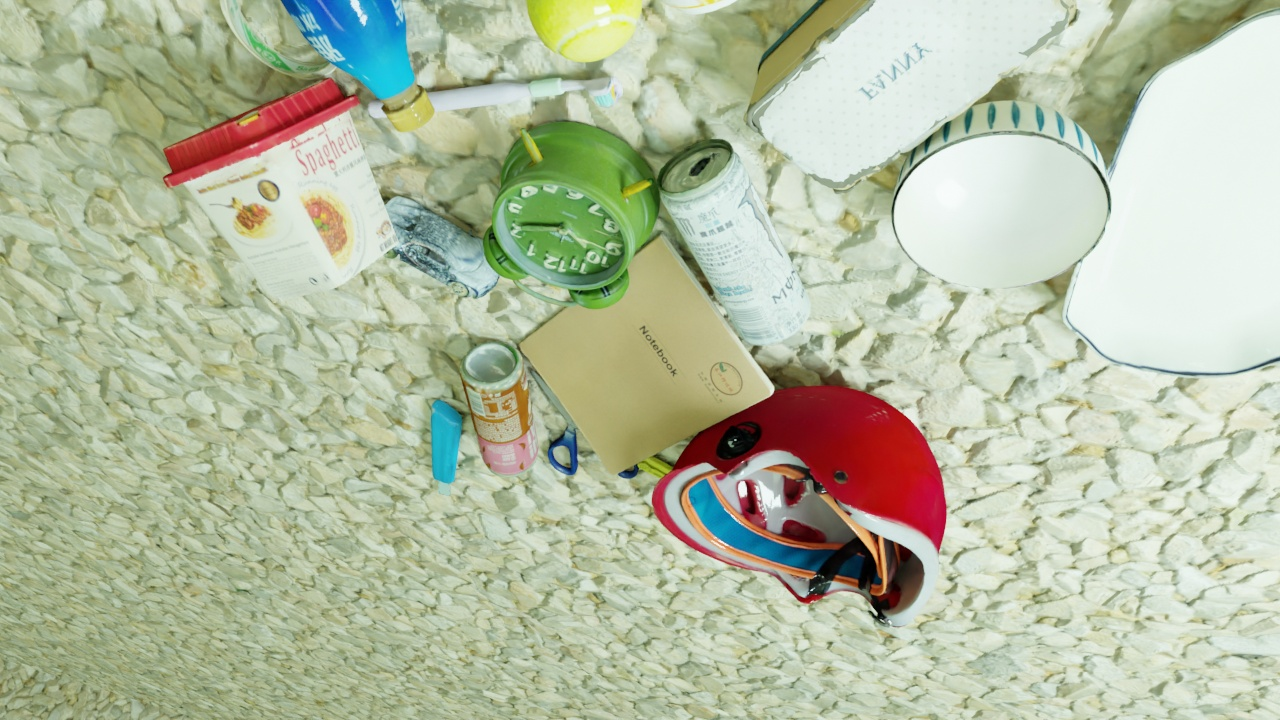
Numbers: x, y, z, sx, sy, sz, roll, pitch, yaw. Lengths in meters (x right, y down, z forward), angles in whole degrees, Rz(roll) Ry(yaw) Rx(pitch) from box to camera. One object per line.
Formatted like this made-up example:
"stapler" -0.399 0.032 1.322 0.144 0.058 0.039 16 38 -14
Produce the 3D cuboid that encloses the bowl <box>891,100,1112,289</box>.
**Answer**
"bowl" 0.210 -0.104 0.538 0.116 0.066 0.117 12 142 9

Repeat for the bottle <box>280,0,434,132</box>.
"bottle" -0.187 -0.233 0.540 0.065 0.065 0.219 -3 138 24

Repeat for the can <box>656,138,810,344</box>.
"can" 0.067 -0.078 0.632 0.058 0.058 0.147 -9 135 29

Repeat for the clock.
"clock" -0.053 -0.095 0.661 0.116 0.056 0.162 21 142 -3

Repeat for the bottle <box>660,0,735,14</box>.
"bottle" 0.023 -0.233 0.457 0.063 0.063 0.108 -2 138 23

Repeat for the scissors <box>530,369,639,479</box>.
"scissors" -0.064 0.069 0.899 0.163 0.012 0.161 36 138 -20

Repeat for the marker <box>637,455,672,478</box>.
"marker" 0.048 0.126 0.921 0.124 0.015 0.018 31 137 -18

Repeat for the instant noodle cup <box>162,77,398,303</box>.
"instant noodle cup" -0.242 -0.116 0.644 0.117 0.116 0.124 -9 118 30

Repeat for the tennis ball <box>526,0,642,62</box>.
"tennis ball" -0.032 -0.202 0.514 0.065 0.065 0.066 11 141 9

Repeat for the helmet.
"helmet" 0.140 0.101 0.759 0.240 0.143 0.207 5 141 38

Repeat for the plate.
"plate" 0.347 -0.088 0.530 0.162 0.034 0.266 7 141 15

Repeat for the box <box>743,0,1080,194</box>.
"box" 0.143 -0.173 0.489 0.089 0.061 0.185 35 137 -21

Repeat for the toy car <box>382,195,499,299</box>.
"toy car" -0.156 -0.089 0.714 0.105 0.048 0.031 29 145 -15

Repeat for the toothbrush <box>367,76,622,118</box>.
"toothbrush" -0.103 -0.174 0.615 0.189 0.029 0.021 2 99 21

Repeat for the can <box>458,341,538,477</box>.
"can" -0.131 0.048 0.862 0.058 0.057 0.147 10 141 9

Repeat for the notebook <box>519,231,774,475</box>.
"notebook" -0.004 0.004 0.752 0.208 0.008 0.148 -32 95 45

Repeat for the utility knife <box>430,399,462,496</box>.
"utility knife" -0.212 0.103 0.993 0.034 0.018 0.188 27 143 7

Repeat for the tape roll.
"tape roll" -0.234 -0.227 0.605 0.086 0.013 0.086 11 141 9
